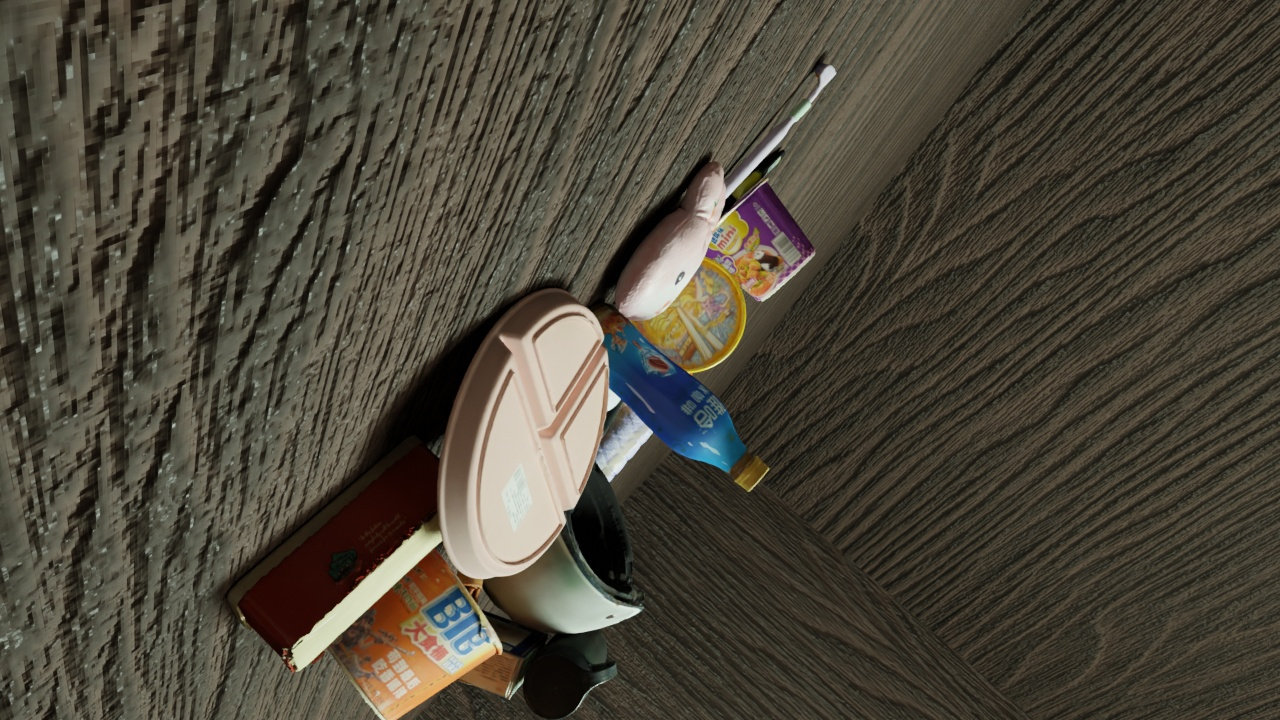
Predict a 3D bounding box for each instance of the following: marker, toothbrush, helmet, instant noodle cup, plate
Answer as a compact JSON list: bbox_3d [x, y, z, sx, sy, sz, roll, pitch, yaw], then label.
[{"bbox_3d":[0.130,-0.205,1.001,0.123,0.015,0.018,-45,173,-45],"label":"marker"},{"bbox_3d":[0.122,-0.214,0.902,0.189,0.021,0.029,-48,174,7],"label":"toothbrush"},{"bbox_3d":[-0.103,0.201,1.022,0.157,0.230,0.274,-24,-175,1],"label":"helmet"},{"bbox_3d":[-0.207,0.228,0.791,0.111,0.151,0.152,-36,168,-22],"label":"instant noodle cup"},{"bbox_3d":[0.045,-0.046,0.957,0.118,0.118,0.114,-49,179,0],"label":"instant noodle cup"},{"bbox_3d":[-0.079,0.059,0.704,0.229,0.028,0.229,16,89,-70],"label":"plate"},{"bbox_3d":[0.129,-0.126,1.003,0.111,0.099,0.111,-43,-178,2],"label":"instant noodle cup"}]

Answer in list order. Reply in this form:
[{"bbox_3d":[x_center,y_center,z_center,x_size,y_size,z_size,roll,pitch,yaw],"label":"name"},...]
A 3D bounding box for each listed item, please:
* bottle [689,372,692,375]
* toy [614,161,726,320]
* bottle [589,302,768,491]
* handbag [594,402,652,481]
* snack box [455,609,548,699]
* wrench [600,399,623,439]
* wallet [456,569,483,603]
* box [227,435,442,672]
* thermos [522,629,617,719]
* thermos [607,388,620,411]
[{"bbox_3d":[0.041,-0.003,1.309,0.066,0.067,0.149,-47,164,-11],"label":"bottle"},{"bbox_3d":[0.032,-0.104,0.829,0.159,0.054,0.121,-57,172,4],"label":"toy"},{"bbox_3d":[0.026,0.038,0.846,0.065,0.218,0.065,-47,172,-9],"label":"bottle"},{"bbox_3d":[-0.021,0.077,1.240,0.194,0.075,0.133,-53,-169,34],"label":"handbag"},{"bbox_3d":[-0.198,0.288,0.961,0.182,0.178,0.045,78,31,-79],"label":"snack box"},{"bbox_3d":[-0.006,0.006,1.021,0.272,0.056,0.016,-51,173,-41],"label":"wrench"},{"bbox_3d":[-0.156,0.158,0.874,0.108,0.031,0.131,115,-19,-64],"label":"wallet"},{"bbox_3d":[-0.198,0.143,0.659,0.167,0.075,0.092,-43,169,-31],"label":"box"},{"bbox_3d":[-0.066,0.325,0.974,0.090,0.068,0.242,-6,171,0],"label":"thermos"},{"bbox_3d":[-0.081,0.043,0.845,0.070,0.070,0.220,-52,172,20],"label":"thermos"}]
